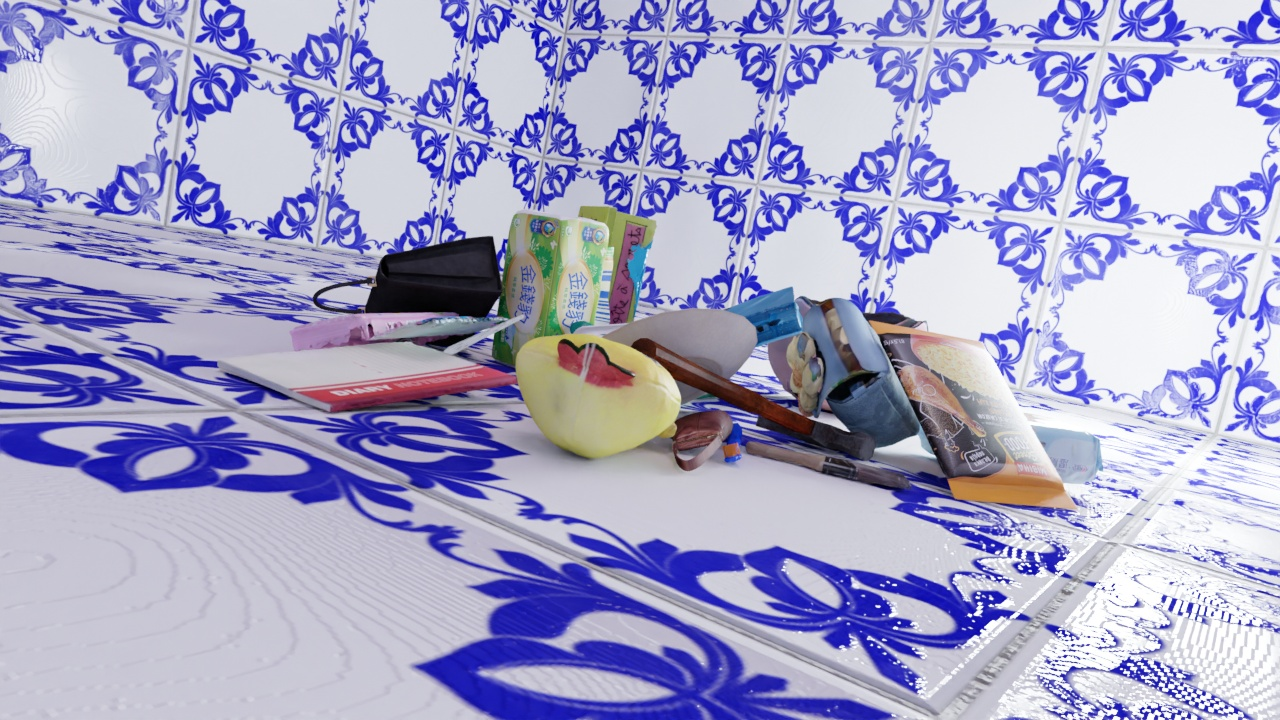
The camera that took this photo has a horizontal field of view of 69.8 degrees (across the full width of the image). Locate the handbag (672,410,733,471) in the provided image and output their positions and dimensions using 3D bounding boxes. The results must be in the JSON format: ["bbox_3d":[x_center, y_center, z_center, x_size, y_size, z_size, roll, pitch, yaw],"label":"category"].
[{"bbox_3d":[0.047,0.070,0.771,0.055,0.029,0.119,-13,8,12],"label":"handbag"}]

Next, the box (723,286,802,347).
[{"bbox_3d":[0.098,-0.034,1.203,0.232,0.033,0.174,-18,13,14],"label":"box"}]

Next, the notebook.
[{"bbox_3d":[-0.232,0.010,0.805,0.153,0.012,0.208,15,14,32],"label":"notebook"}]

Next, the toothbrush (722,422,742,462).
[{"bbox_3d":[0.087,0.073,0.864,0.016,0.018,0.182,-14,3,7],"label":"toothbrush"}]

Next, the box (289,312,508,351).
[{"bbox_3d":[-0.237,-0.036,0.976,0.160,0.035,0.230,-10,1,14],"label":"box"}]

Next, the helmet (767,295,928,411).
[{"bbox_3d":[0.288,-0.003,1.311,0.230,0.152,0.255,8,3,-8],"label":"helmet"}]

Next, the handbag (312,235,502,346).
[{"bbox_3d":[-0.286,-0.075,1.091,0.195,0.072,0.176,-4,-19,-26],"label":"handbag"}]

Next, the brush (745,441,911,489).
[{"bbox_3d":[0.170,0.095,0.840,0.151,0.012,0.039,11,6,13],"label":"brush"}]

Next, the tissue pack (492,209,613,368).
[{"bbox_3d":[-0.089,-0.081,1.139,0.141,0.198,0.120,2,17,-44],"label":"tissue pack"}]

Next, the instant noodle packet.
[{"bbox_3d":[0.333,0.052,0.927,0.159,0.032,0.220,8,46,-25],"label":"instant noodle packet"}]

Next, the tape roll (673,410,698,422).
[{"bbox_3d":[0.039,0.058,0.880,0.093,0.013,0.093,4,1,0],"label":"tape roll"}]

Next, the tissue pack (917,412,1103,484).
[{"bbox_3d":[0.403,0.093,1.023,0.181,0.070,0.112,7,7,-12],"label":"tissue pack"}]

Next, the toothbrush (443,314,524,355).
[{"bbox_3d":[-0.186,-0.019,0.958,0.010,0.010,0.181,14,29,32],"label":"toothbrush"}]

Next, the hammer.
[{"bbox_3d":[0.100,0.037,0.866,0.111,0.028,0.300,15,-7,46],"label":"hammer"}]

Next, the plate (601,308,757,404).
[{"bbox_3d":[0.024,0.012,0.886,0.188,0.027,0.189,-12,-27,-6],"label":"plate"}]

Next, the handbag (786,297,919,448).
[{"bbox_3d":[0.223,0.025,0.999,0.119,0.121,0.192,-26,-37,15],"label":"handbag"}]

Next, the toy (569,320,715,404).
[{"bbox_3d":[0.009,0.001,1.071,0.193,0.073,0.130,20,31,-12],"label":"toy"}]

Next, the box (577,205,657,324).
[{"bbox_3d":[-0.055,-0.098,1.255,0.080,0.221,0.124,8,9,-25],"label":"box"}]

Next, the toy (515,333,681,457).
[{"bbox_3d":[-0.033,0.031,0.744,0.134,0.092,0.207,18,-3,8],"label":"toy"}]

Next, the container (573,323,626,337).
[{"bbox_3d":[-0.006,0.006,0.978,0.129,0.081,0.049,-5,26,-18],"label":"container"}]
